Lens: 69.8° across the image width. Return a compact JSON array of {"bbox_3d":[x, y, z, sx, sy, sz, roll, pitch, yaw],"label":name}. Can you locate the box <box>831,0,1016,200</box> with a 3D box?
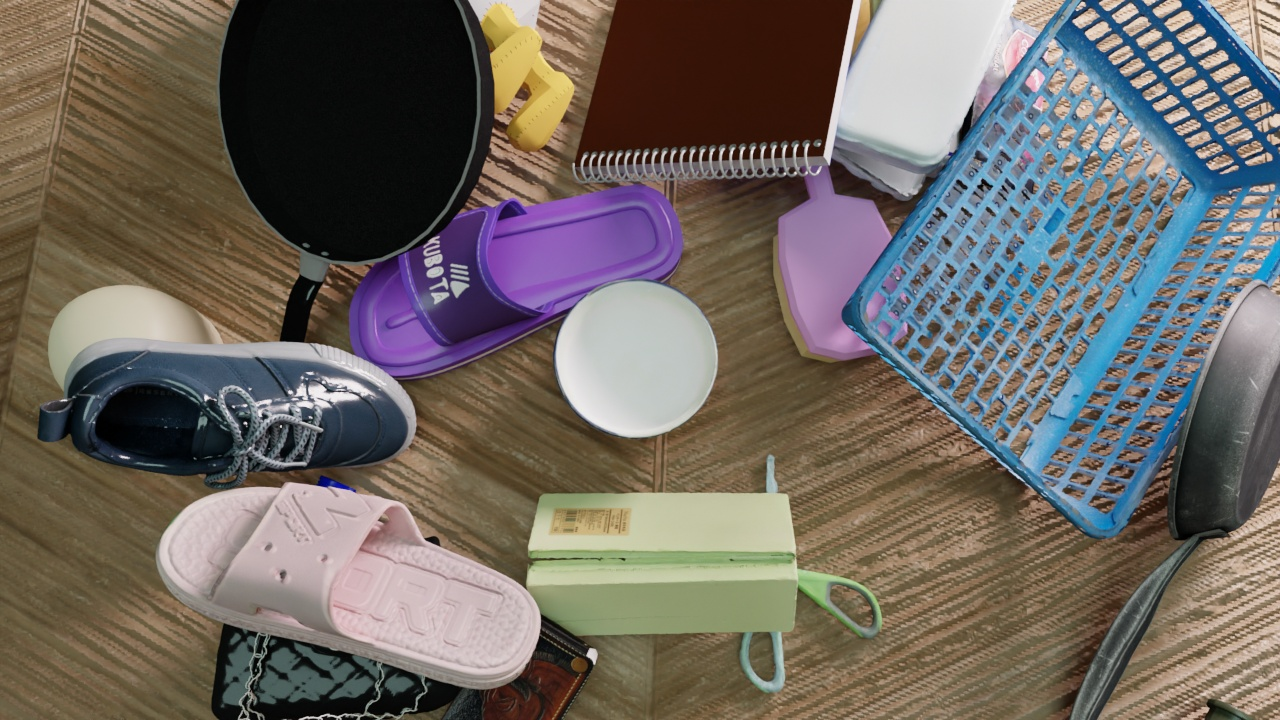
[{"bbox_3d":[0.213,-0.234,0.679,0.122,0.083,0.215,26,80,-19],"label":"box"}]

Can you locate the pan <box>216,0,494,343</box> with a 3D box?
[{"bbox_3d":[-0.219,-0.120,0.654,0.225,0.034,0.357,24,108,19],"label":"pan"}]

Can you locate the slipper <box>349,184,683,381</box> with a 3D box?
[{"bbox_3d":[-0.096,-0.072,0.686,0.266,0.084,0.107,-18,78,-5],"label":"slipper"}]

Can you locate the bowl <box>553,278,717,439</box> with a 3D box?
[{"bbox_3d":[-0.004,0.004,0.682,0.118,0.062,0.118,0,77,-1],"label":"bowl"}]

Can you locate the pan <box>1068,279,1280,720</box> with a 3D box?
[{"bbox_3d":[0.379,0.117,0.636,0.055,0.187,0.357,19,89,42],"label":"pan"}]

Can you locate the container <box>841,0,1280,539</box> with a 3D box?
[{"bbox_3d":[0.318,-0.089,0.669,0.257,0.089,0.361,40,79,-12],"label":"container"}]

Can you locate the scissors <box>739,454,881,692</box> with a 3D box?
[{"bbox_3d":[0.096,0.160,0.674,0.171,0.025,0.159,34,85,10],"label":"scissors"}]

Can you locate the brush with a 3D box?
[{"bbox_3d":[0.141,-0.110,0.715,0.089,0.043,0.228,-11,80,-5],"label":"brush"}]

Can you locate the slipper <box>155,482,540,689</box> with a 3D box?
[{"bbox_3d":[-0.174,0.129,0.566,0.239,0.065,0.094,19,47,-1],"label":"slipper"}]

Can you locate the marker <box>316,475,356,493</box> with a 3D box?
[{"bbox_3d":[-0.249,0.150,0.664,0.027,0.023,0.133,24,78,-4],"label":"marker"}]

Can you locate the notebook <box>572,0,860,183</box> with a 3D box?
[{"bbox_3d":[0.055,-0.217,0.704,0.209,0.022,0.171,5,75,31],"label":"notebook"}]

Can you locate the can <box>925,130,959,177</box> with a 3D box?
[{"bbox_3d":[0.243,-0.198,0.748,0.032,0.032,0.095,6,77,0],"label":"can"}]

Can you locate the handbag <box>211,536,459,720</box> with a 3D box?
[{"bbox_3d":[-0.197,0.173,0.605,0.153,0.115,0.125,0,73,-12],"label":"handbag"}]

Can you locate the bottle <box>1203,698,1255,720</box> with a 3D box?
[{"bbox_3d":[0.353,0.326,0.614,0.071,0.071,0.206,33,79,6],"label":"bottle"}]

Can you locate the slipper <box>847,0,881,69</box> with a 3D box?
[{"bbox_3d":[0.163,-0.288,0.745,0.261,0.079,0.111,-37,84,-8],"label":"slipper"}]

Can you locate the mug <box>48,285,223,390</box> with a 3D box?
[{"bbox_3d":[-0.360,0.007,0.654,0.096,0.100,0.120,-12,78,-4],"label":"mug"}]

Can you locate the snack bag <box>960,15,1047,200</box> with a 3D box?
[{"bbox_3d":[0.296,-0.211,0.749,0.074,0.018,0.155,16,76,-23],"label":"snack bag"}]

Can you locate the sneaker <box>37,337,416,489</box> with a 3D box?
[{"bbox_3d":[-0.259,0.040,0.610,0.235,0.087,0.089,7,111,-30],"label":"sneaker"}]

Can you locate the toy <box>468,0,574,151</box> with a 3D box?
[{"bbox_3d":[-0.170,-0.273,0.705,0.267,0.141,0.246,39,92,17],"label":"toy"}]

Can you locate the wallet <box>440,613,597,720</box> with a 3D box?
[{"bbox_3d":[-0.088,0.235,0.630,0.072,0.019,0.123,31,98,1],"label":"wallet"}]

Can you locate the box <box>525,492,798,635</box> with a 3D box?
[{"bbox_3d":[0.017,0.152,0.657,0.188,0.091,0.083,0,114,5],"label":"box"}]
